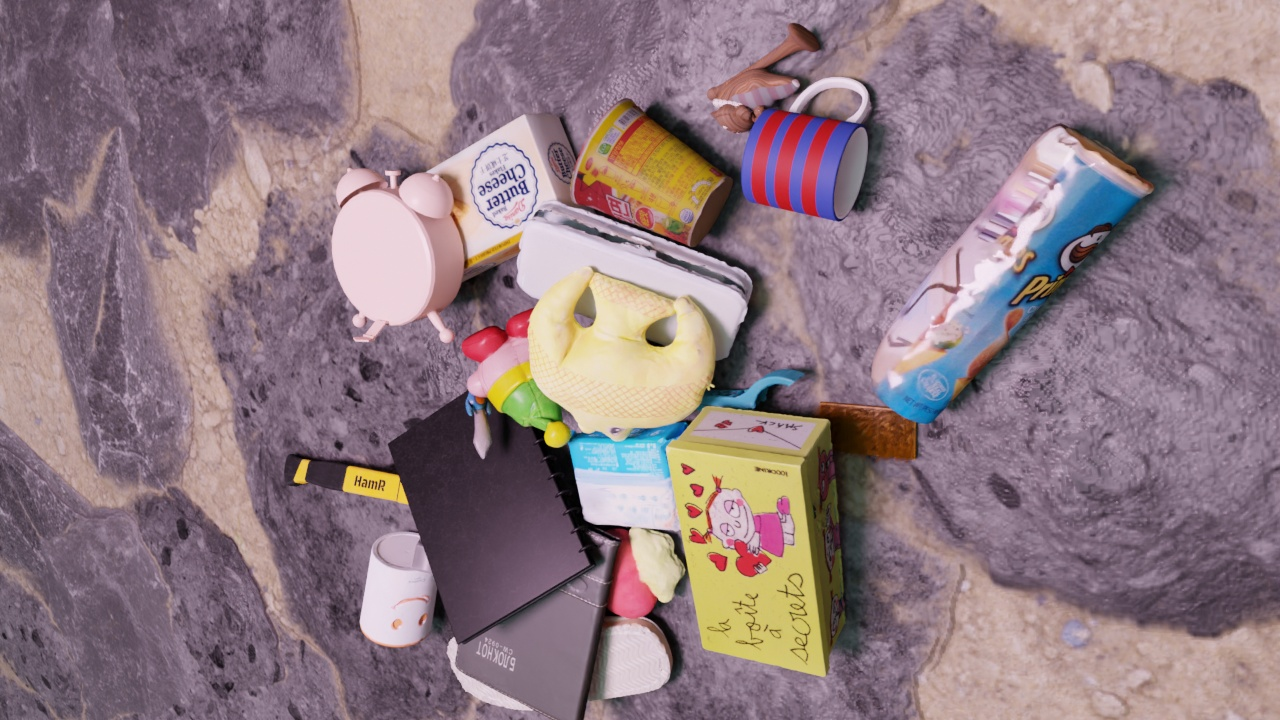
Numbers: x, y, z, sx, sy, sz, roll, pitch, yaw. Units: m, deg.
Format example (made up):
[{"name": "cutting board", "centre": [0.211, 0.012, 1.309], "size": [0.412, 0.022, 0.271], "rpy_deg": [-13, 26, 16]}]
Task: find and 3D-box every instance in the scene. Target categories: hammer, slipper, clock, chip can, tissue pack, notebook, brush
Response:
[{"name": "hammer", "centre": [-0.316, 0.136, 1.063], "size": [0.325, 0.034, 0.169], "rpy_deg": [2, 78, 38]}, {"name": "slipper", "centre": [-0.087, 0.314, 0.981], "size": [0.273, 0.053, 0.114], "rpy_deg": [-11, 99, 28]}, {"name": "clock", "centre": [-0.242, -0.102, 0.884], "size": [0.131, 0.086, 0.160], "rpy_deg": [10, 103, 28]}, {"name": "chip can", "centre": [0.256, -0.058, 0.670], "size": [0.080, 0.079, 0.230], "rpy_deg": [42, 119, 15]}, {"name": "tissue pack", "centre": [0.000, 0.108, 0.871], "size": [0.145, 0.061, 0.093], "rpy_deg": [-3, 103, 35]}, {"name": "notebook", "centre": [-0.153, 0.139, 0.922], "size": [0.169, 0.019, 0.231], "rpy_deg": [-33, 64, 12]}, {"name": "notebook", "centre": [-0.110, 0.248, 0.933], "size": [0.170, 0.029, 0.209], "rpy_deg": [17, 100, 26]}, {"name": "brush", "centre": [0.170, 0.059, 0.784], "size": [0.127, 0.017, 0.048], "rpy_deg": [4, 104, 30]}]

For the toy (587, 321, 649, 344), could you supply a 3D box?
[{"name": "toy", "centre": [-0.005, 0.005, 0.857], "size": [0.110, 0.047, 0.064], "rpy_deg": [39, 130, 12]}]

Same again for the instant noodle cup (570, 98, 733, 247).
[{"name": "instant noodle cup", "centre": [0.012, -0.151, 0.783], "size": [0.112, 0.100, 0.101], "rpy_deg": [33, 117, 11]}]

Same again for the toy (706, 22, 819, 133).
[{"name": "toy", "centre": [0.096, -0.222, 0.743], "size": [0.102, 0.041, 0.054], "rpy_deg": [-22, 69, 41]}]

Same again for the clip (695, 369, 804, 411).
[{"name": "clip", "centre": [0.103, 0.038, 0.801], "size": [0.120, 0.033, 0.119], "rpy_deg": [46, 132, 18]}]

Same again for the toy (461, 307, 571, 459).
[{"name": "toy", "centre": [-0.116, 0.025, 0.887], "size": [0.124, 0.097, 0.131], "rpy_deg": [-23, 94, -11]}]

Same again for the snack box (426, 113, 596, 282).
[{"name": "snack box", "centre": [-0.152, -0.149, 0.897], "size": [0.208, 0.057, 0.104], "rpy_deg": [-20, 92, 33]}]

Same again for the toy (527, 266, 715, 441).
[{"name": "toy", "centre": [-0.019, 0.003, 0.798], "size": [0.170, 0.064, 0.155], "rpy_deg": [16, 114, 7]}]

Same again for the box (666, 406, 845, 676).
[{"name": "box", "centre": [0.104, 0.156, 0.785], "size": [0.125, 0.079, 0.221], "rpy_deg": [7, 119, 29]}]

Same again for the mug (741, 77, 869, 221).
[{"name": "mug", "centre": [0.135, -0.171, 0.720], "size": [0.076, 0.075, 0.112], "rpy_deg": [18, 85, 26]}]

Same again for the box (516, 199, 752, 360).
[{"name": "box", "centre": [-0.006, -0.071, 0.811], "size": [0.214, 0.062, 0.118], "rpy_deg": [17, 136, 5]}]

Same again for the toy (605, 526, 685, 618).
[{"name": "toy", "centre": [-0.018, 0.213, 0.917], "size": [0.135, 0.045, 0.091], "rpy_deg": [-28, 82, 27]}]

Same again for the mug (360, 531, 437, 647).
[{"name": "mug", "centre": [-0.277, 0.264, 1.063], "size": [0.082, 0.082, 0.105], "rpy_deg": [23, 112, 24]}]
